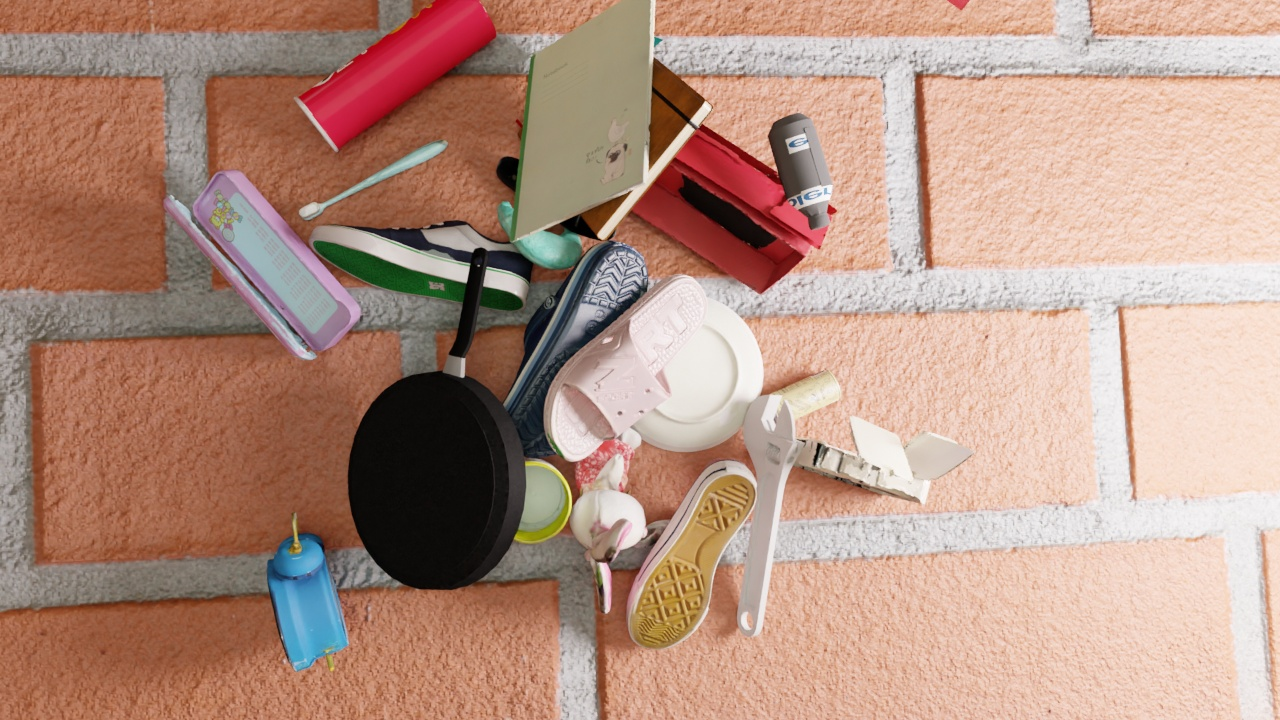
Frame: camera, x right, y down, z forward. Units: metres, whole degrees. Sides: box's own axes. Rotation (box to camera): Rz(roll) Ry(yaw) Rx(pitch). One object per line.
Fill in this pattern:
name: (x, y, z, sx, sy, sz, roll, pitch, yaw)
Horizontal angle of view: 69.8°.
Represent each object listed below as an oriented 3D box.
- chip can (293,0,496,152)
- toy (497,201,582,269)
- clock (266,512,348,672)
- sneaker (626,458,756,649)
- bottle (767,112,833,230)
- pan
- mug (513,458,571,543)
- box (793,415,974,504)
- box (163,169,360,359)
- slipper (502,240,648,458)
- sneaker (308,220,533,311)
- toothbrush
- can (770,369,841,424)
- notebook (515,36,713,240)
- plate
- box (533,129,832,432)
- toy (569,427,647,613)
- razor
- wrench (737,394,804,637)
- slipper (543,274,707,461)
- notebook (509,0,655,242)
chip can: (-0.264, -0.320, 1.001, 0.220, 0.069, 0.069, -38, 92, -7)
toy: (-0.105, -0.131, 0.997, 0.105, 0.085, 0.033, 16, 129, -36)
clock: (-0.346, 0.237, 0.943, 0.060, 0.117, 0.161, -13, 93, -18)
sneaker: (0.049, 0.203, 1.004, 0.118, 0.087, 0.241, 21, 107, -17)
bottle: (0.158, -0.182, 0.891, 0.047, 0.047, 0.112, -17, 92, -7)
pan: (-0.203, 0.058, 0.938, 0.226, 0.034, 0.356, 13, 93, 30)
mug: (-0.116, 0.146, 0.976, 0.082, 0.106, 0.082, 0, 87, -6)
box: (0.254, 0.102, 0.976, 0.143, 0.191, 0.069, 18, 84, -12)
box: (-0.403, -0.096, 0.971, 0.214, 0.077, 0.096, 49, 53, -2)
slipper: (-0.075, -0.013, 0.998, 0.105, 0.095, 0.253, 28, 90, -39)
sneaker: (-0.233, -0.120, 0.995, 0.235, 0.084, 0.079, 13, 69, -8)
toothbrush: (-0.295, -0.202, 1.019, 0.180, 0.016, 0.016, -29, 90, -8)
can: (0.185, 0.043, 1.048, 0.079, 0.038, 0.038, -23, 90, -7)
notebook: (-0.034, -0.254, 0.943, 0.014, 0.249, 0.179, 28, 109, -43)
plate: (0.053, 0.013, 1.037, 0.182, 0.034, 0.182, 0, 87, -6)
box: (0.043, -0.087, 0.930, 0.213, 0.153, 0.324, 32, 54, -6)
toy: (-0.033, 0.155, 0.975, 0.084, 0.159, 0.193, 6, 47, -4)
razor: (-0.090, -0.186, 1.027, 0.151, 0.067, 0.054, 28, 116, 8)
wrench: (0.132, 0.173, 1.024, 0.018, 0.087, 0.273, 3, 100, -32)
slipper: (-0.006, 0.006, 0.955, 0.239, 0.064, 0.094, -48, 124, -16)
notebook: (-0.060, -0.255, 0.947, 0.010, 0.182, 0.252, 28, 55, -44)
